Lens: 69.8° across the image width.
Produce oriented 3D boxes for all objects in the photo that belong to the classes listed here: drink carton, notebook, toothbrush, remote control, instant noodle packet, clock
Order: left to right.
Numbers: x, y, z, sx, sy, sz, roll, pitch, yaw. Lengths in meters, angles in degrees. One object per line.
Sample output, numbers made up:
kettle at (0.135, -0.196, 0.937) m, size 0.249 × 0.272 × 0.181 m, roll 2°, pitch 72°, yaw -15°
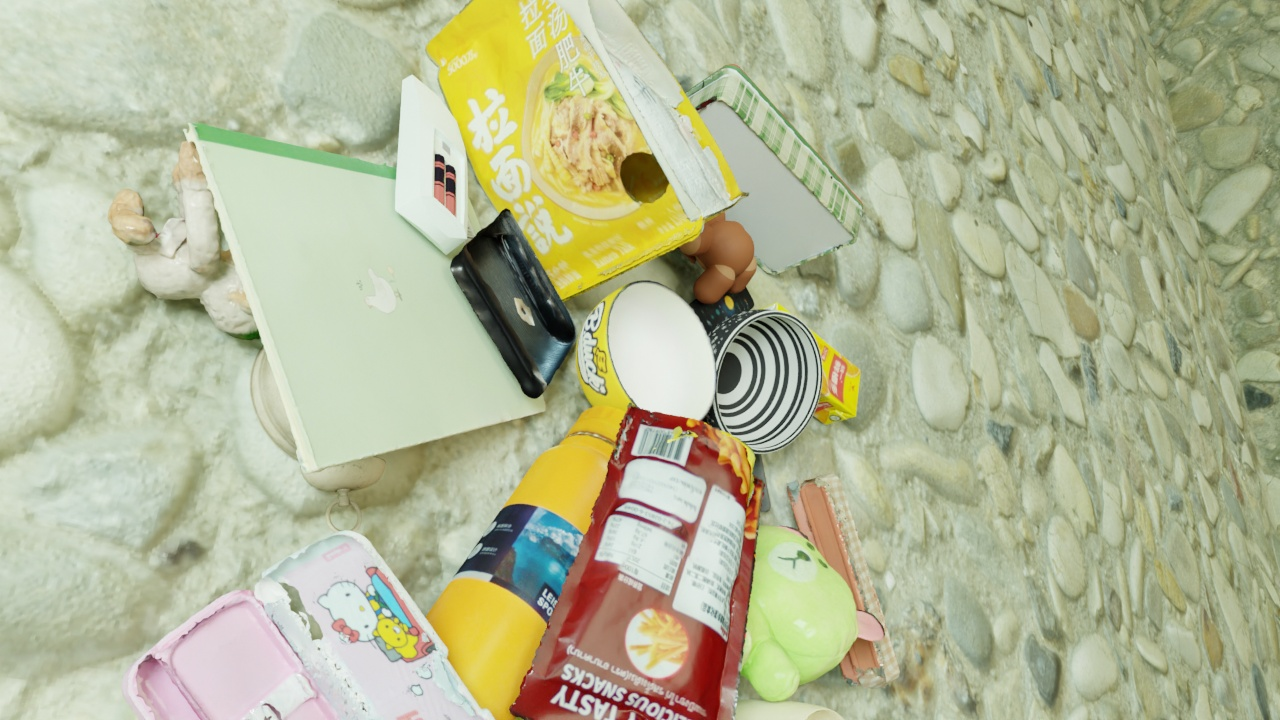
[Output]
clock at (-0.170, 0.030, 0.532) m, size 0.092 × 0.055 × 0.140 m, roll 12°, pitch 63°, yaw -43°
notebook at (-0.143, -0.039, 0.554) m, size 0.252 × 0.010 × 0.182 m, roll -12°, pitch 81°, yaw -70°
remote control at (-0.138, -0.136, 0.619) m, size 0.049 × 0.024 × 0.143 m, roll 44°, pitch 28°, yaw -46°
instant noodle packet at (-0.052, -0.167, 0.655) m, size 0.221 × 0.163 × 0.084 m, roll 57°, pitch 44°, yaw -10°
remote control at (0.060, -0.039, 0.821) m, size 0.151 × 0.020 × 0.041 m, roll -38°, pitch 100°, yaw -48°
toothbrush at (0.096, 0.053, 0.825) m, size 0.013 × 0.013 × 0.167 m, roll 10°, pitch 67°, yaw -52°
drink carton at (0.155, 0.006, 0.884) m, size 0.134 × 0.043 × 0.058 m, roll 34°, pitch 54°, yaw -30°

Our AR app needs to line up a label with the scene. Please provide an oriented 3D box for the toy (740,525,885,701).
toy at (0.084, 0.190, 0.693) m, size 0.196 × 0.107 × 0.150 m, roll 16°, pitch 22°, yaw -43°

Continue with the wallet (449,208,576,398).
wallet at (-0.088, -0.040, 0.640) m, size 0.115 × 0.026 × 0.089 m, roll 62°, pitch 21°, yaw -19°

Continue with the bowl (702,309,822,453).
bowl at (0.089, 0.014, 0.784) m, size 0.120 × 0.066 × 0.120 m, roll -6°, pitch 101°, yaw -33°

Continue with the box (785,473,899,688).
box at (0.170, 0.192, 0.799) m, size 0.041 × 0.083 × 0.187 m, roll -10°, pitch 83°, yaw -36°

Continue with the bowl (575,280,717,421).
bowl at (-0.004, 0.004, 0.701) m, size 0.117 × 0.068 × 0.117 m, roll 20°, pitch 60°, yaw -39°

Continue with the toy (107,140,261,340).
toy at (-0.230, -0.058, 0.493) m, size 0.074 × 0.085 × 0.106 m, roll -40°, pitch 113°, yaw -24°

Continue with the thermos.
thermos at (-0.062, 0.131, 0.588) m, size 0.231 × 0.076 × 0.091 m, roll -57°, pitch 143°, yaw -43°

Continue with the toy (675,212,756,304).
toy at (0.047, -0.115, 0.814) m, size 0.127 × 0.065 × 0.094 m, roll 49°, pitch 32°, yaw 15°

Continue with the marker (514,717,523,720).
marker at (-0.047, 0.258, 0.585) m, size 0.124 × 0.021 × 0.017 m, roll 55°, pitch 44°, yaw -16°

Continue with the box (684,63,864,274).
box at (0.105, -0.170, 0.853) m, size 0.205 × 0.118 × 0.051 m, roll 38°, pitch 54°, yaw -26°

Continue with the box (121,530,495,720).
box at (-0.150, 0.198, 0.473) m, size 0.146 × 0.077 × 0.201 m, roll -33°, pitch 99°, yaw -16°

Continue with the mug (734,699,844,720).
mug at (0.094, 0.294, 0.656) m, size 0.120 × 0.100 × 0.096 m, roll 32°, pitch 59°, yaw -41°

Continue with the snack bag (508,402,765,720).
snack bag at (0.017, 0.135, 0.561) m, size 0.139 × 0.067 × 0.207 m, roll 29°, pitch 51°, yaw -17°
